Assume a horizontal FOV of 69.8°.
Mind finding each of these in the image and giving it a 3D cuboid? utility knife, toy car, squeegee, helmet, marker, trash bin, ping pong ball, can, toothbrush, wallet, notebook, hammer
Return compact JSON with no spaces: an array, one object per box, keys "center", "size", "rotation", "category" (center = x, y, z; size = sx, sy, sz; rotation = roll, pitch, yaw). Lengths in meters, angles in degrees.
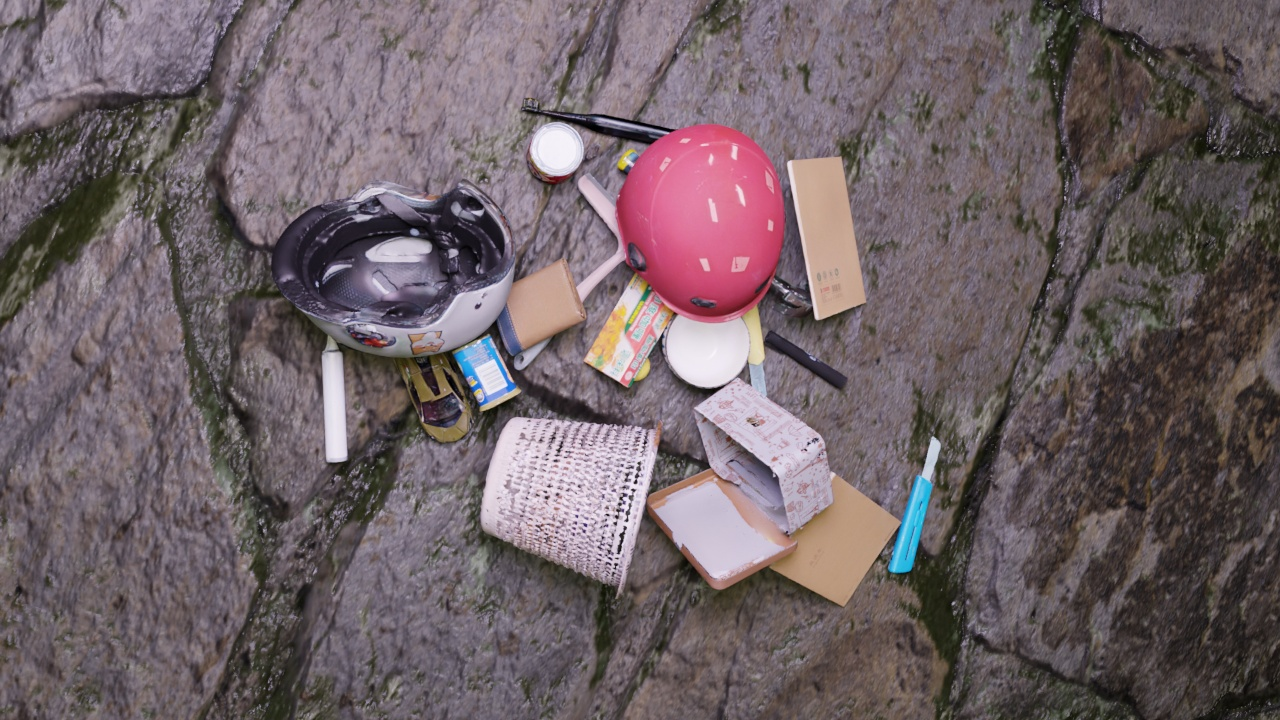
[{"center":[0.152,-0.041,1.263],"size":[0.031,0.021,0.206],"rotation":[-10,89,-7],"category":"utility knife"},{"center":[-0.266,0.032,1.182],"size":[0.070,0.042,0.158],"rotation":[-24,100,-7],"category":"toy car"},{"center":[-0.081,-0.077,1.184],"size":[0.250,0.040,0.247],"rotation":[-45,74,9],"category":"squeegee"},{"center":[0.401,0.210,1.328],"size":[0.034,0.018,0.204],"rotation":[15,90,-10],"category":"utility knife"},{"center":[-0.279,-0.092,1.103],"size":[0.274,0.157,0.229],"rotation":[-9,53,-3],"category":"helmet"},{"center":[0.231,0.000,1.280],"size":[0.132,0.020,0.022],"rotation":[31,105,-10],"category":"marker"},{"center":[-0.089,0.164,1.149],"size":[0.192,0.227,0.227],"rotation":[13,91,1],"category":"trash bin"},{"center":[-0.007,0.007,1.226],"size":[0.040,0.040,0.040],"rotation":[-1,94,-10],"category":"ping pong ball"},{"center":[-0.196,0.014,1.163],"size":[0.057,0.102,0.083],"rotation":[-27,96,-8],"category":"can"},{"center":[-0.390,0.019,1.164],"size":[0.026,0.026,0.221],"rotation":[-5,96,-37],"category":"toothbrush"},{"center":[-0.131,-0.068,1.169],"size":[0.115,0.033,0.090],"rotation":[-25,74,21],"category":"wallet"},{"center":[0.270,0.250,1.255],"size":[0.211,0.012,0.149],"rotation":[35,89,-43],"category":"notebook"},{"center":[0.103,-0.166,1.209],"size":[0.323,0.126,0.032],"rotation":[38,114,-4],"category":"hammer"},{"center":[0.082,-0.175,1.098],"size":[0.207,0.144,0.240],"rotation":[-17,80,-10],"category":"helmet"},{"center":[-0.050,-0.312,1.203],"size":[0.212,0.026,0.027],"rotation":[10,105,-10],"category":"toothbrush"},{"center":[-0.109,-0.260,1.161],"size":[0.066,0.094,0.066],"rotation":[-1,94,-10],"category":"can"},{"center":[0.253,-0.168,1.232],"size":[0.147,0.008,0.207],"rotation":[-19,100,-50],"category":"notebook"}]

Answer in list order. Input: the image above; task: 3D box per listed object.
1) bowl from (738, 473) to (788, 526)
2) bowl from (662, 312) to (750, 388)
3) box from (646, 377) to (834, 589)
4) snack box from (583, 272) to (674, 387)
[{"center":[0.201,0.180,1.258],"size":[0.118,0.118,0.064],"rotation":[-57,139,-2],"category":"bowl"},{"center":[0.082,-0.023,1.227],"size":[0.116,0.066,0.116],"rotation":[-1,95,-11],"category":"bowl"},{"center":[0.111,0.158,1.166],"size":[0.193,0.183,0.157],"rotation":[-31,130,-18],"category":"box"},{"center":[-0.006,-0.048,1.205],"size":[0.027,0.077,0.155],"rotation":[33,87,-46],"category":"snack box"}]
